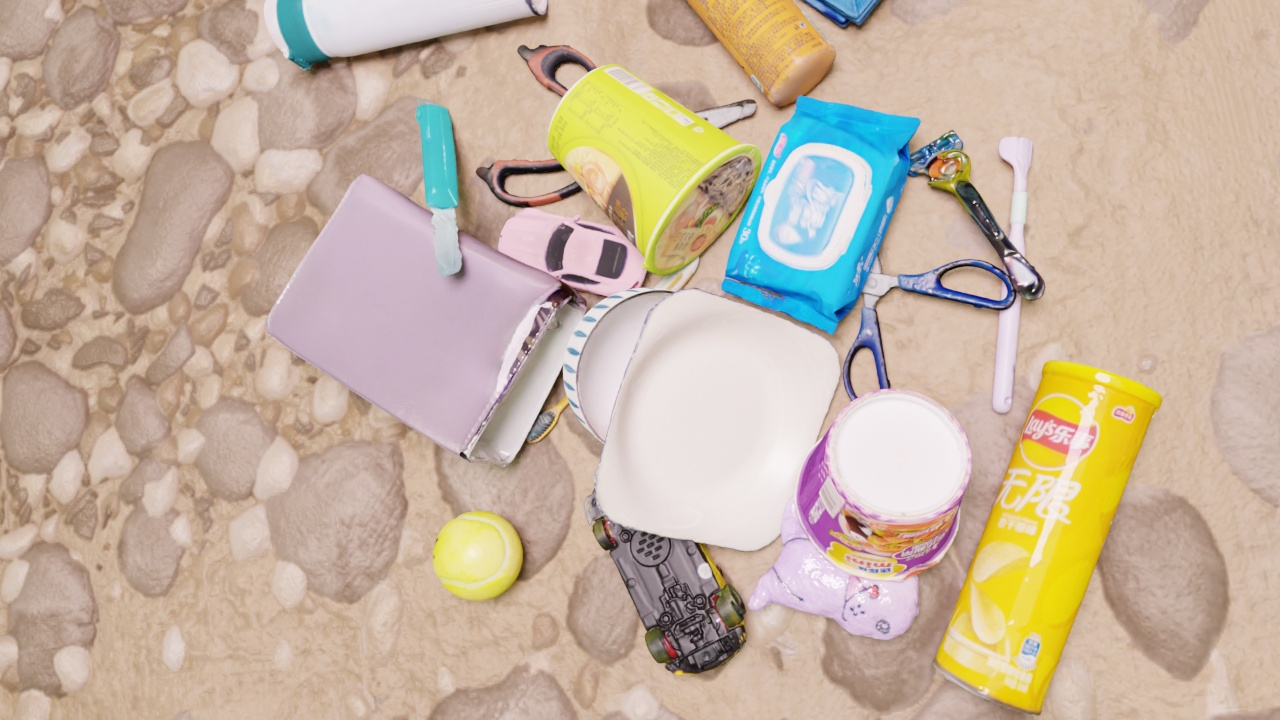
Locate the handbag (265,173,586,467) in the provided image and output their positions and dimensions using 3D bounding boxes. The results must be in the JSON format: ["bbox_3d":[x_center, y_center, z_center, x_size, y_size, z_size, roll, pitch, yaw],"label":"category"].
[{"bbox_3d":[-0.154,-0.030,0.680,0.197,0.098,0.145,29,93,17],"label":"handbag"}]

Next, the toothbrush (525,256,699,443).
[{"bbox_3d":[-0.023,-0.009,0.689,0.016,0.018,0.191,44,96,12],"label":"toothbrush"}]

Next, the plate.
[{"bbox_3d":[0.049,0.042,0.625,0.163,0.034,0.164,18,93,-28],"label":"plate"}]

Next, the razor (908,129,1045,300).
[{"bbox_3d":[0.228,-0.098,0.619,0.043,0.022,0.142,-30,63,11],"label":"razor"}]

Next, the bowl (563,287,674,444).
[{"bbox_3d":[-0.004,0.004,0.649,0.116,0.066,0.116,-6,104,-26],"label":"bowl"}]

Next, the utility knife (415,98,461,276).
[{"bbox_3d":[-0.150,-0.134,0.680,0.029,0.013,0.222,1,45,-17],"label":"utility knife"}]

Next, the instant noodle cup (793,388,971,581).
[{"bbox_3d":[0.157,0.073,0.582,0.111,0.099,0.111,-2,64,4],"label":"instant noodle cup"}]

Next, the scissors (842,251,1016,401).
[{"bbox_3d":[0.169,-0.043,0.644,0.173,0.012,0.162,13,92,21],"label":"scissors"}]

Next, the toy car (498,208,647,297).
[{"bbox_3d":[-0.052,-0.081,0.695,0.122,0.037,0.056,14,86,16],"label":"toy car"}]

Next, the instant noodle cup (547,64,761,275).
[{"bbox_3d":[0.002,-0.140,0.644,0.123,0.111,0.112,43,95,17],"label":"instant noodle cup"}]

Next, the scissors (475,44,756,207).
[{"bbox_3d":[-0.025,-0.172,0.707,0.189,0.015,0.227,-45,77,6],"label":"scissors"}]

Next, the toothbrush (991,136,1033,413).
[{"bbox_3d":[0.252,-0.058,0.628,0.029,0.021,0.189,6,87,-18],"label":"toothbrush"}]

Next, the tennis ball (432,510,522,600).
[{"bbox_3d":[-0.119,0.143,0.673,0.065,0.065,0.065,-1,84,13],"label":"tennis ball"}]

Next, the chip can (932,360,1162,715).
[{"bbox_3d":[0.256,0.109,0.584,0.072,0.072,0.213,22,90,14],"label":"chip can"}]

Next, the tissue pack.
[{"bbox_3d":[0.123,-0.105,0.634,0.095,0.052,0.157,23,92,23],"label":"tissue pack"}]

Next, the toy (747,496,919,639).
[{"bbox_3d":[0.137,0.148,0.625,0.108,0.039,0.083,17,82,16],"label":"toy"}]

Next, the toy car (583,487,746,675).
[{"bbox_3d":[0.019,0.146,0.652,0.071,0.041,0.155,-32,75,8],"label":"toy car"}]

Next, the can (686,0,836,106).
[{"bbox_3d":[0.077,-0.257,0.669,0.058,0.058,0.146,-37,77,7],"label":"can"}]

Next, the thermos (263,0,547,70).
[{"bbox_3d":[-0.191,-0.290,0.733,0.224,0.073,0.073,-7,83,13],"label":"thermos"}]

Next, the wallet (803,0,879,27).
[{"bbox_3d":[0.160,-0.319,0.668,0.106,0.040,0.133,41,95,18],"label":"wallet"}]
